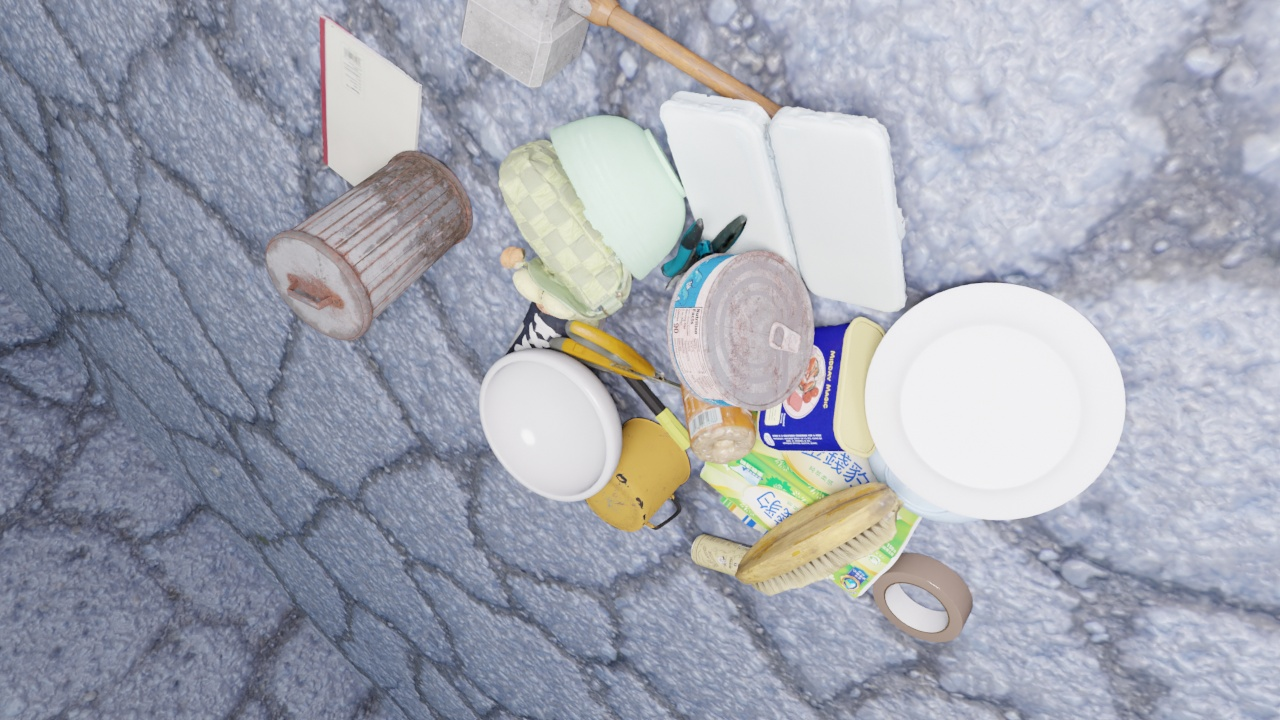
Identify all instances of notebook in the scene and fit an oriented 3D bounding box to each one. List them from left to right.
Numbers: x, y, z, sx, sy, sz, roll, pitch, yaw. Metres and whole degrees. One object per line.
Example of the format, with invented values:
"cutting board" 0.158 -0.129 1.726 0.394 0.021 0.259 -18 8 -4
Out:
"notebook" -0.317 -0.271 1.064 0.153 0.012 0.209 38 141 13

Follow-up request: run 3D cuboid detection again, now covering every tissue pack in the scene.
"tissue pack" 0.157 0.141 0.902 0.197 0.120 0.142 42 139 17

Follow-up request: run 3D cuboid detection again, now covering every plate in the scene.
"plate" 0.268 0.036 0.709 0.189 0.016 0.189 5 103 23

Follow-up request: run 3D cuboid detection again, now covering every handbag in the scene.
"handbag" -0.082 -0.114 0.888 0.117 0.113 0.186 -33 102 12

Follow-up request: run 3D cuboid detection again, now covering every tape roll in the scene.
"tape roll" 0.286 0.241 0.933 0.094 0.030 0.094 25 137 26

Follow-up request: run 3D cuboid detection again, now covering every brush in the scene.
"brush" 0.153 0.158 0.796 0.043 0.059 0.196 41 134 -8

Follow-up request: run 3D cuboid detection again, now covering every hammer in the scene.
"hammer" 0.016 -0.251 0.729 0.317 0.082 0.163 33 141 5

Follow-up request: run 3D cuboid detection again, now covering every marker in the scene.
"marker" 0.015 0.049 1.027 0.124 0.017 0.021 50 -173 -2

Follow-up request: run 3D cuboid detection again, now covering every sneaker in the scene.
"sneaker" -0.107 -0.022 1.032 0.084 0.078 0.236 41 141 9

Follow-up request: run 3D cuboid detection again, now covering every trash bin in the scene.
"trash bin" -0.293 -0.125 0.997 0.131 0.210 0.131 20 136 20

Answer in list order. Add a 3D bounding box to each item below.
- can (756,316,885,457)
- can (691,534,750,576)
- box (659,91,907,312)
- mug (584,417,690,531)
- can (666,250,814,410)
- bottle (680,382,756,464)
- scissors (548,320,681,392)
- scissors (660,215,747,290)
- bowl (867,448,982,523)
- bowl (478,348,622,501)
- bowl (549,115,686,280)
"can" 0.157 0.025 0.802 0.056 0.116 0.092 21 163 -39
"can" 0.102 0.234 1.093 0.080 0.038 0.038 9 128 39
"box" 0.117 -0.120 0.734 0.189 0.037 0.209 22 154 31
"mug" -0.002 0.144 1.066 0.101 0.093 0.124 -24 105 51
"can" 0.085 -0.025 0.759 0.044 0.129 0.130 3 125 51
"bottle" 0.065 0.013 0.849 0.059 0.166 0.059 -5 142 -4
"scissors" -0.005 0.006 0.918 0.225 0.016 0.216 19 170 17
"scissors" 0.053 -0.090 0.795 0.144 0.126 0.019 -20 72 29
"bowl" 0.256 0.085 0.789 0.151 0.074 0.151 26 137 26
"bowl" -0.088 0.062 0.999 0.177 0.066 0.177 14 119 27
"bowl" -0.009 -0.153 0.799 0.077 0.150 0.151 -30 103 9
